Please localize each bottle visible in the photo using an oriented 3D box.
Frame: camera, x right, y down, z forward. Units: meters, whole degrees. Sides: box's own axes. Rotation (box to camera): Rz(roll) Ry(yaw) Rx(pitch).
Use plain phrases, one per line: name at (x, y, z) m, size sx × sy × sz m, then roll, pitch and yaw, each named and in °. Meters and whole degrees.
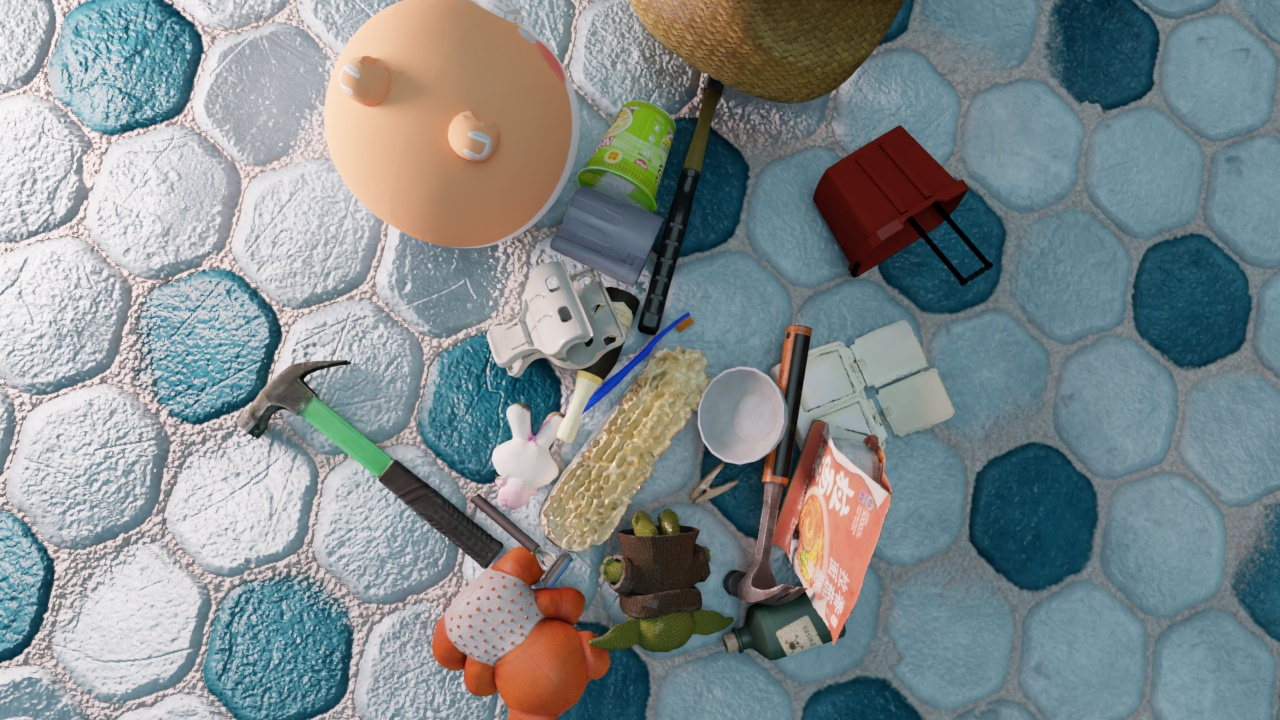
bottle at (-0.054, 0.007, 1.052) m, size 0.045 × 0.045 × 0.184 m, roll 22°, pitch 78°, yaw -3°
bottle at (0.157, 0.300, 1.035) m, size 0.131 × 0.061 × 0.061 m, roll -16°, pitch 83°, yaw -7°

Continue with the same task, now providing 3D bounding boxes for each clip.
clip at (-0.105, -0.046, 1.025) m, size 0.152 × 0.096 × 0.126 m, roll -21°, pitch 51°, yaw -2°
clip at (0.088, 0.150, 1.067) m, size 0.041 × 0.024 × 0.061 m, roll 42°, pitch 89°, yaw 3°

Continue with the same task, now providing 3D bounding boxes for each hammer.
hammer at (-0.286, 0.120, 1.030) m, size 0.319 × 0.032 × 0.130 m, roll 40°, pitch 81°, yaw 0°
hammer at (0.051, -0.193, 1.069) m, size 0.025 × 0.118 × 0.333 m, roll 15°, pitch 87°, yaw -1°
hammer at (0.158, 0.114, 1.017) m, size 0.035 × 0.138 × 0.314 m, roll 13°, pitch 82°, yaw -19°

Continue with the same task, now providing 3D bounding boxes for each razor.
razor at (-0.136, 0.193, 1.017) m, size 0.144 × 0.022 × 0.042 m, roll 35°, pitch 82°, yaw 25°

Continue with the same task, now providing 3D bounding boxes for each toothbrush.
toothbrush at (-0.006, 0.006, 1.078) m, size 0.182 × 0.016 × 0.018 m, roll -42°, pitch 94°, yaw -9°

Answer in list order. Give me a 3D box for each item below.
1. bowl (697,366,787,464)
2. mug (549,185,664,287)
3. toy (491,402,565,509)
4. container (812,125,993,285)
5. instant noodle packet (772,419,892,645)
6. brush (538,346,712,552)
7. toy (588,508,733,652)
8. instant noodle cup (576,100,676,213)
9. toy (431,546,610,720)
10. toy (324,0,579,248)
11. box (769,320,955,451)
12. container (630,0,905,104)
bowl at (0.118, 0.062, 1.012) m, size 0.106 × 0.039 × 0.106 m, roll -6°, pitch 79°, yaw 34°
mug at (-0.040, -0.135, 1.043) m, size 0.104 × 0.123 × 0.084 m, roll 24°, pitch 125°, yaw -1°
toy at (-0.130, 0.110, 1.043) m, size 0.079 × 0.038 × 0.122 m, roll 21°, pitch 81°, yaw -15°
container at (0.311, -0.156, 1.072) m, size 0.148 × 0.127 × 0.200 m, roll -32°, pitch 77°, yaw -8°
instant noodle packet at (0.212, 0.175, 0.956) m, size 0.084 × 0.220 × 0.164 m, roll 17°, pitch 104°, yaw -4°
brush at (-0.016, 0.100, 1.044) m, size 0.083 × 0.057 × 0.271 m, roll 38°, pitch 81°, yaw -3°
toy at (0.021, 0.245, 1.018) m, size 0.179 × 0.078 × 0.152 m, roll 0°, pitch 87°, yaw -29°
instant noodle cup at (-0.010, -0.240, 1.073) m, size 0.099 × 0.099 × 0.107 m, roll 22°, pitch 74°, yaw -3°
toy at (-0.127, 0.309, 0.998) m, size 0.172 × 0.093 × 0.163 m, roll 43°, pitch 78°, yaw 13°
toy at (-0.197, -0.252, 0.960) m, size 0.263 × 0.280 × 0.266 m, roll 27°, pitch 101°, yaw -2°
box at (0.260, 0.040, 1.083) m, size 0.183 × 0.050 × 0.143 m, roll -22°, pitch 86°, yaw -7°
container at (0.136, -0.434, 1.008) m, size 0.306 × 0.197 × 0.306 m, roll 17°, pitch 44°, yaw -17°
